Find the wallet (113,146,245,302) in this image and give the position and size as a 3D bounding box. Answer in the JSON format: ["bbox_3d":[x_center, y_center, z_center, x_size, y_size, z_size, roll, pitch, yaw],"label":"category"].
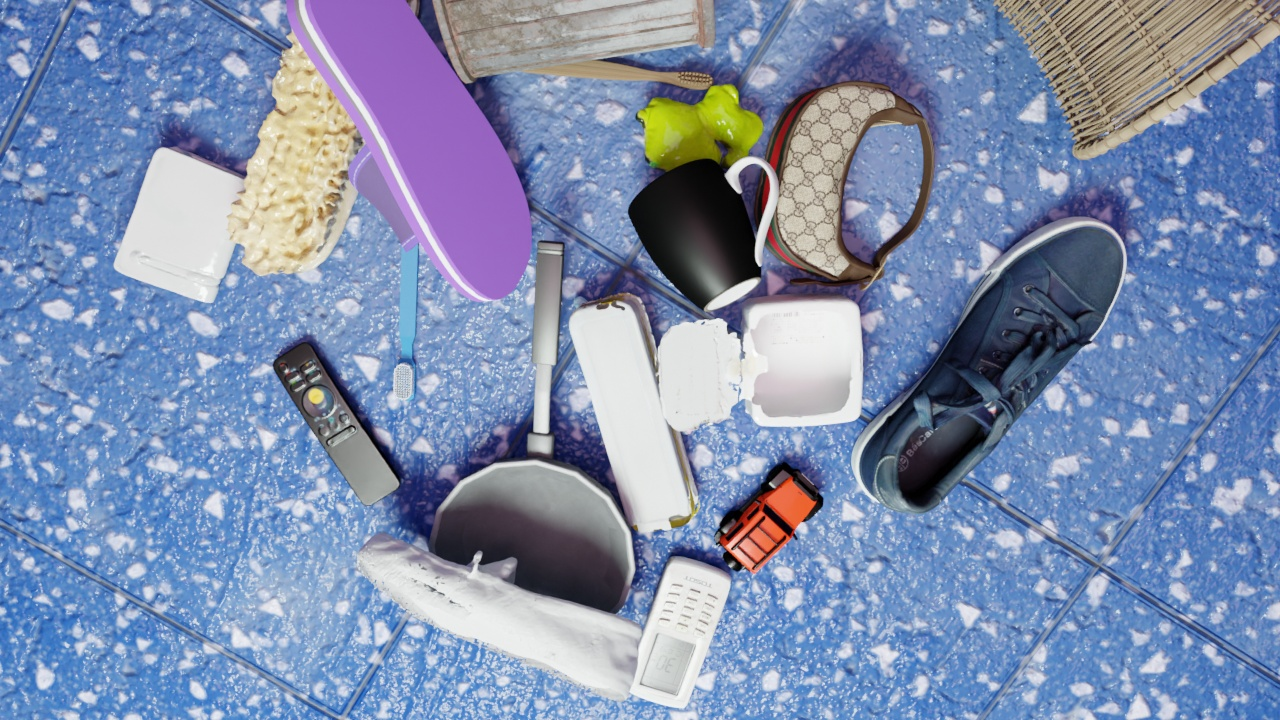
[{"bbox_3d":[-0.380,-0.113,0.771,0.086,0.032,0.116,26,97,-14],"label":"wallet"}]

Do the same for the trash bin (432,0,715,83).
[{"bbox_3d":[-0.040,-0.287,0.685,0.211,0.130,0.131,-9,99,4],"label":"trash bin"}]

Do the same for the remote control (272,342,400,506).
[{"bbox_3d":[-0.264,0.055,0.801,0.041,0.020,0.152,-31,97,6],"label":"remote control"}]

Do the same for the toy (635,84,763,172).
[{"bbox_3d":[0.047,-0.185,0.749,0.094,0.036,0.093,44,92,-13],"label":"toy"}]

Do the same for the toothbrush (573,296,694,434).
[{"bbox_3d":[-0.005,0.005,0.790,0.155,0.016,0.022,49,141,-7],"label":"toothbrush"}]

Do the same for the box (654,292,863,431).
[{"bbox_3d":[0.096,0.002,0.759,0.190,0.083,0.110,-6,98,-15],"label":"box"}]

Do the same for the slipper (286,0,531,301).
[{"bbox_3d":[-0.185,-0.167,0.707,0.084,0.107,0.266,-3,129,37],"label":"slipper"}]

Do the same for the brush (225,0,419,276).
[{"bbox_3d":[-0.255,-0.197,0.739,0.083,0.056,0.271,23,99,-2],"label":"brush"}]

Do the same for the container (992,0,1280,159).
[{"bbox_3d":[0.342,-0.291,0.640,0.227,0.226,0.196,-41,90,7],"label":"container"}]

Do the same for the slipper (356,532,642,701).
[{"bbox_3d":[-0.114,0.200,0.750,0.247,0.074,0.112,21,137,1],"label":"slipper"}]

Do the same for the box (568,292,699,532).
[{"bbox_3d":[-0.004,0.047,0.778,0.064,0.033,0.209,-12,103,16],"label":"box"}]

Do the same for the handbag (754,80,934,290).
[{"bbox_3d":[0.169,-0.138,0.745,0.138,0.063,0.166,11,100,-11],"label":"handbag"}]

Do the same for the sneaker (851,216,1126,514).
[{"bbox_3d":[0.287,0.008,0.734,0.120,0.127,0.295,38,96,-6],"label":"sneaker"}]

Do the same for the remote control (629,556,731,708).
[{"bbox_3d":[0.033,0.244,0.825,0.060,0.025,0.138,18,99,-2],"label":"remote control"}]

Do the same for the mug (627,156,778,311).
[{"bbox_3d":[0.062,-0.103,0.718,0.119,0.084,0.100,-33,78,24],"label":"mug"}]

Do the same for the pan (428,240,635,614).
[{"bbox_3d":[-0.084,0.077,0.774,0.178,0.041,0.358,6,105,4],"label":"pan"}]

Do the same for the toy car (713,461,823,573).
[{"bbox_3d":[0.111,0.140,0.794,0.051,0.048,0.100,43,97,-6],"label":"toy car"}]

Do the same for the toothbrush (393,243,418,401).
[{"bbox_3d":[-0.200,-0.047,0.785,0.016,0.014,0.167,4,99,0],"label":"toothbrush"}]

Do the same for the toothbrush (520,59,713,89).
[{"bbox_3d":[-0.023,-0.237,0.750,0.167,0.016,0.016,6,98,0],"label":"toothbrush"}]
